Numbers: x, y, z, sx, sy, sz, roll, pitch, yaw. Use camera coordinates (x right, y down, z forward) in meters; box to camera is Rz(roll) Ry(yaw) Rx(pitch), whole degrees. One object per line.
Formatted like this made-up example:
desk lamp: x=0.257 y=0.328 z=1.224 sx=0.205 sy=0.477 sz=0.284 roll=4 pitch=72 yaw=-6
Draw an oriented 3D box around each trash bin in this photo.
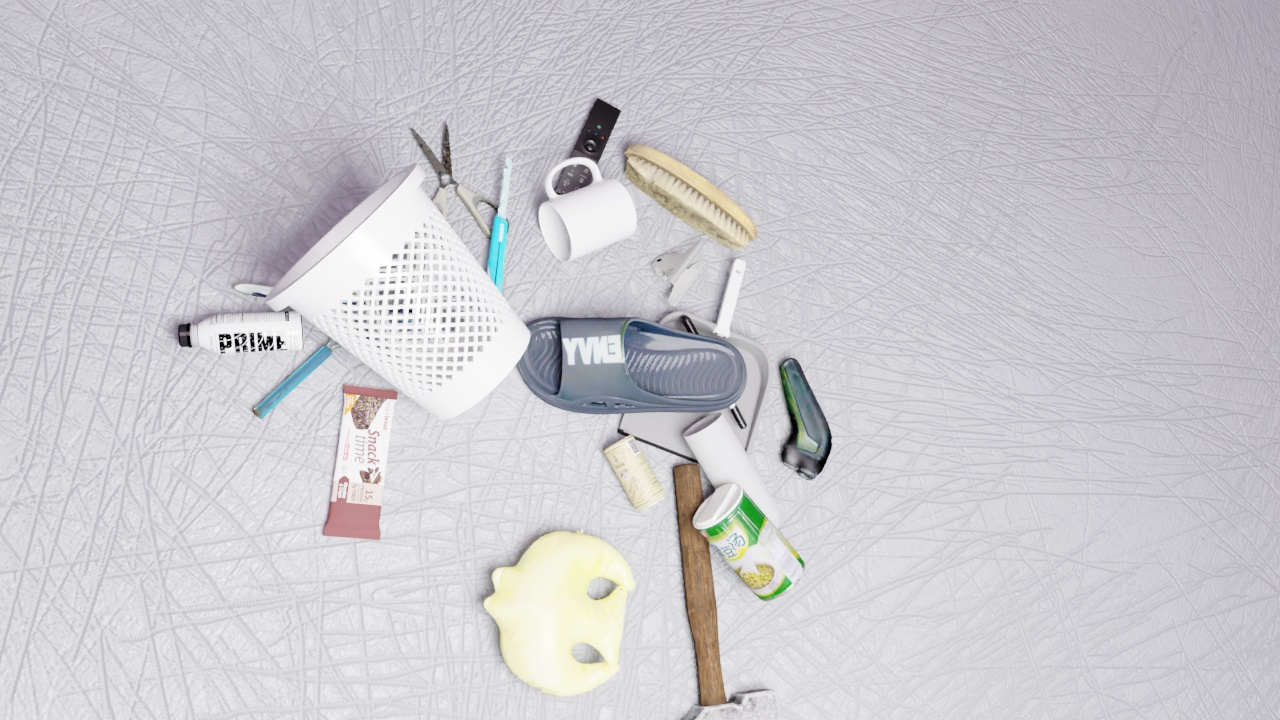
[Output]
trash bin: x=-0.226 y=-0.056 z=0.918 sx=0.199 sy=0.196 sz=0.195 roll=48 pitch=63 yaw=-23

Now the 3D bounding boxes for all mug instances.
mug: x=-0.069 y=-0.182 z=1.073 sx=0.090 sy=0.074 sz=0.110 roll=-26 pitch=101 yaw=-25

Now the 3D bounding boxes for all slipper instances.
slipper: x=-0.006 y=0.006 z=1.024 sx=0.268 sy=0.083 sz=0.110 roll=6 pitch=80 yaw=-7

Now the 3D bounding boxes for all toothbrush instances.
toothbrush: x=-0.333 y=-0.060 z=0.977 sx=0.189 sy=0.016 sz=0.017 roll=9 pitch=81 yaw=-18

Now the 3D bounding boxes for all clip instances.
clip: x=0.048 y=-0.111 z=1.120 sx=0.058 sy=0.052 sz=0.101 roll=50 pitch=47 yaw=-14

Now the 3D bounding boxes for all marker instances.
marker: x=0.087 y=0.014 z=1.085 sx=0.011 sy=0.011 sz=0.152 roll=-29 pitch=92 yaw=-25

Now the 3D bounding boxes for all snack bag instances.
snack bag: x=-0.287 y=0.104 z=0.946 sx=0.057 sy=0.013 sz=0.157 roll=9 pitch=71 yaw=-19

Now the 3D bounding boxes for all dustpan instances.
dustpan: x=0.086 y=-0.006 z=1.107 sx=0.163 sy=0.033 sz=0.257 roll=22 pitch=68 yaw=-13

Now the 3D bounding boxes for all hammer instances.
hammer: x=0.031 y=0.264 z=1.006 sx=0.217 sy=0.037 sz=0.300 roll=0 pitch=74 yaw=-21

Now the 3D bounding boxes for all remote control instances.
remote control: x=-0.065 y=-0.259 z=1.137 sx=0.034 sy=0.013 sz=0.149 roll=26 pitch=67 yaw=-12

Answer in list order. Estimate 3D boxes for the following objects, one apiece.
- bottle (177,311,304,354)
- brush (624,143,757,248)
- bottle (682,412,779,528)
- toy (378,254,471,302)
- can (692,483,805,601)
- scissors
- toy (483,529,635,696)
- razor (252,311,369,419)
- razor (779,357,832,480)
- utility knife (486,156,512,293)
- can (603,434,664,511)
bottle: x=-0.402 y=-0.028 z=0.926 sx=0.116 sy=0.041 sz=0.041 roll=-4 pitch=76 yaw=-22
brush: x=0.060 y=-0.203 z=1.143 sx=0.195 sy=0.059 sz=0.043 roll=34 pitch=74 yaw=-6
bottle: x=0.120 y=0.156 z=1.057 sx=0.052 sy=0.053 sz=0.195 roll=-35 pitch=98 yaw=-26
toy: x=-0.232 y=-0.090 z=1.015 sx=0.111 sy=0.030 sz=0.049 roll=3 pitch=89 yaw=-25
can: x=0.118 y=0.199 z=1.005 sx=0.121 sy=0.067 sz=0.067 roll=50 pitch=64 yaw=-13
scissors: x=-0.219 y=-0.192 z=1.058 sx=0.157 sy=0.013 sz=0.165 roll=33 pitch=66 yaw=-11
toy: x=-0.085 y=0.254 z=0.949 sx=0.155 sy=0.065 sz=0.170 roll=19 pitch=65 yaw=-14
razor: x=-0.343 y=0.006 z=0.951 sx=0.042 sy=0.022 sz=0.143 roll=46 pitch=69 yaw=-10
razor: x=0.193 y=0.070 z=1.120 sx=0.067 sy=0.054 sz=0.151 roll=-12 pitch=72 yaw=-6
utility knife: x=-0.164 y=-0.150 z=1.055 sx=0.022 sy=0.015 sz=0.178 roll=10 pitch=78 yaw=-31
can: x=-0.006 y=0.127 z=1.030 sx=0.038 sy=0.038 sz=0.079 roll=-27 pitch=85 yaw=-25
